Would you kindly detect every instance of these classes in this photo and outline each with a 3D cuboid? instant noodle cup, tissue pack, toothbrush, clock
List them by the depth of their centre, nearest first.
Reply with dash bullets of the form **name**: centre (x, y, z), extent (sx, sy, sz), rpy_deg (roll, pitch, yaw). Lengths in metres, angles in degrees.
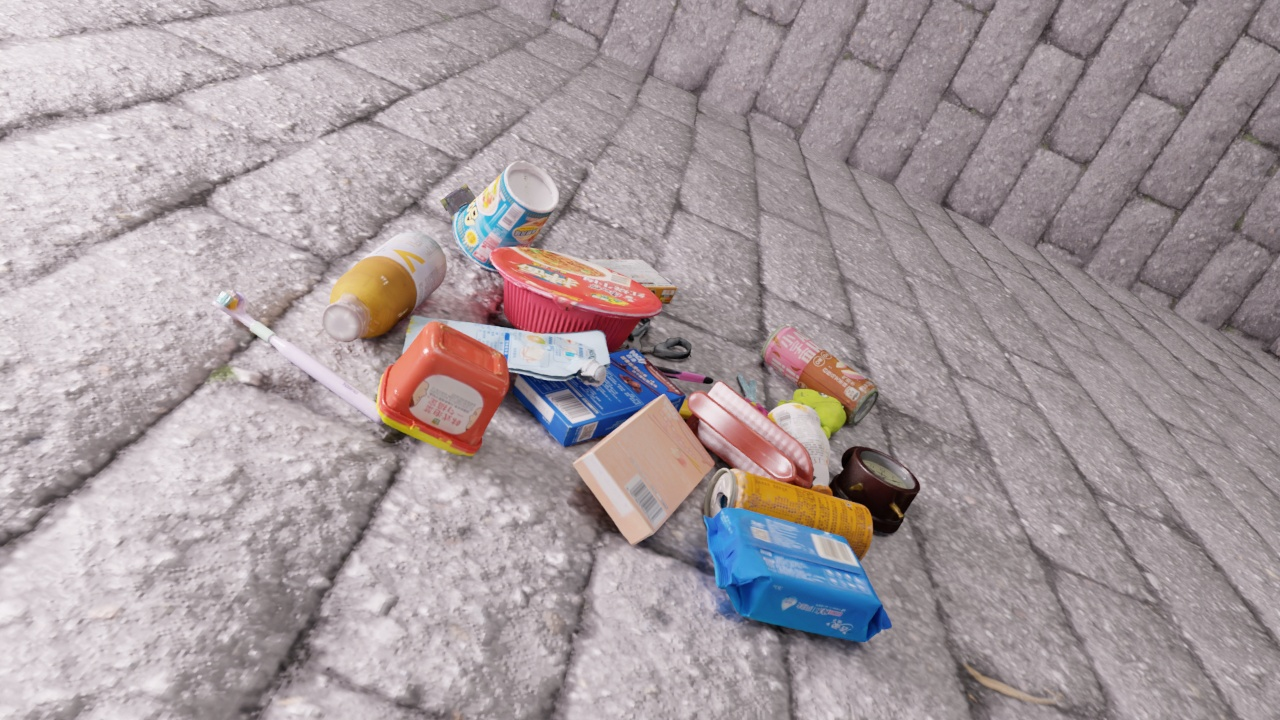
- **tissue pack**: centre (0.123, 0.176, 0.752), extent (0.157, 0.052, 0.094), rpy_deg (18, 24, -16)
- **toothbrush**: centre (-0.282, -0.003, 0.767), extent (0.189, 0.021, 0.029), rpy_deg (34, 37, 13)
- **clock**: centre (0.244, 0.128, 0.953), extent (0.082, 0.055, 0.121), rpy_deg (28, 23, 7)
- **instant noodle cup**: centre (-0.076, -0.062, 0.997), extent (0.194, 0.066, 0.193), rpy_deg (16, 19, -6)
- **toothbrush**: centre (-0.006, 0.006, 0.997), extent (0.189, 0.014, 0.017), rpy_deg (11, 22, -21)
- **instant noodle cup**: centre (-0.153, -0.172, 1.075), extent (0.099, 0.110, 0.099), rpy_deg (21, 51, -28)

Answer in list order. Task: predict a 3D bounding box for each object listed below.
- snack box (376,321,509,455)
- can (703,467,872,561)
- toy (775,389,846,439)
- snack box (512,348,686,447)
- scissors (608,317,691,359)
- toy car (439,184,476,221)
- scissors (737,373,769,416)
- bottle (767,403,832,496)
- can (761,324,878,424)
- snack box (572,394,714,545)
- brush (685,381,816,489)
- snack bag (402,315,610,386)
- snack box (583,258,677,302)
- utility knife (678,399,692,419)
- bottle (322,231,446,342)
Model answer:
- **snack box**: centre (-0.157, 0.022, 0.747), extent (0.091, 0.080, 0.082), rpy_deg (28, 23, -24)
- **can**: centre (0.133, 0.141, 0.823), extent (0.146, 0.058, 0.058), rpy_deg (17, 26, -16)
- **toy**: centre (0.202, 0.063, 1.072), extent (0.100, 0.031, 0.096), rpy_deg (3, 32, -31)
- **snack box**: centre (-0.038, 0.033, 0.895), extent (0.156, 0.026, 0.084), rpy_deg (-13, 44, -43)
- **scissors**: centre (-0.005, -0.014, 1.059), extent (0.159, 0.014, 0.170), rpy_deg (9, 31, -24)
- **toy car**: centre (-0.222, -0.190, 1.164), extent (0.090, 0.042, 0.035), rpy_deg (53, -8, 43)
- **scissors**: centre (0.138, 0.049, 1.061), extent (0.077, 0.017, 0.137), rpy_deg (25, 21, 1)
- **bottle**: centre (0.162, 0.097, 0.933), extent (0.063, 0.063, 0.108), rpy_deg (13, 42, -25)
- **can**: centre (0.224, 0.017, 1.150), extent (0.147, 0.058, 0.057), rpy_deg (39, 28, 27)
- **snack box**: centre (0.008, 0.091, 0.806), extent (0.084, 0.026, 0.157), rpy_deg (54, 28, 1)
- **brush**: centre (0.107, 0.081, 0.891), extent (0.146, 0.063, 0.069), rpy_deg (39, 2, 35)
- **snack bag**: centre (-0.122, -0.009, 0.860), extent (0.191, 0.039, 0.110), rpy_deg (5, 15, -10)
- **snack box**: centre (-0.027, -0.104, 1.192), extent (0.153, 0.026, 0.075), rpy_deg (-5, 38, -48)
- **utility knife**: centre (0.065, 0.058, 0.968), extent (0.192, 0.015, 0.033), rpy_deg (14, 30, -16)
- **bottle**: centre (-0.244, -0.069, 0.875), extent (0.068, 0.068, 0.189), rpy_deg (24, 25, -2)
